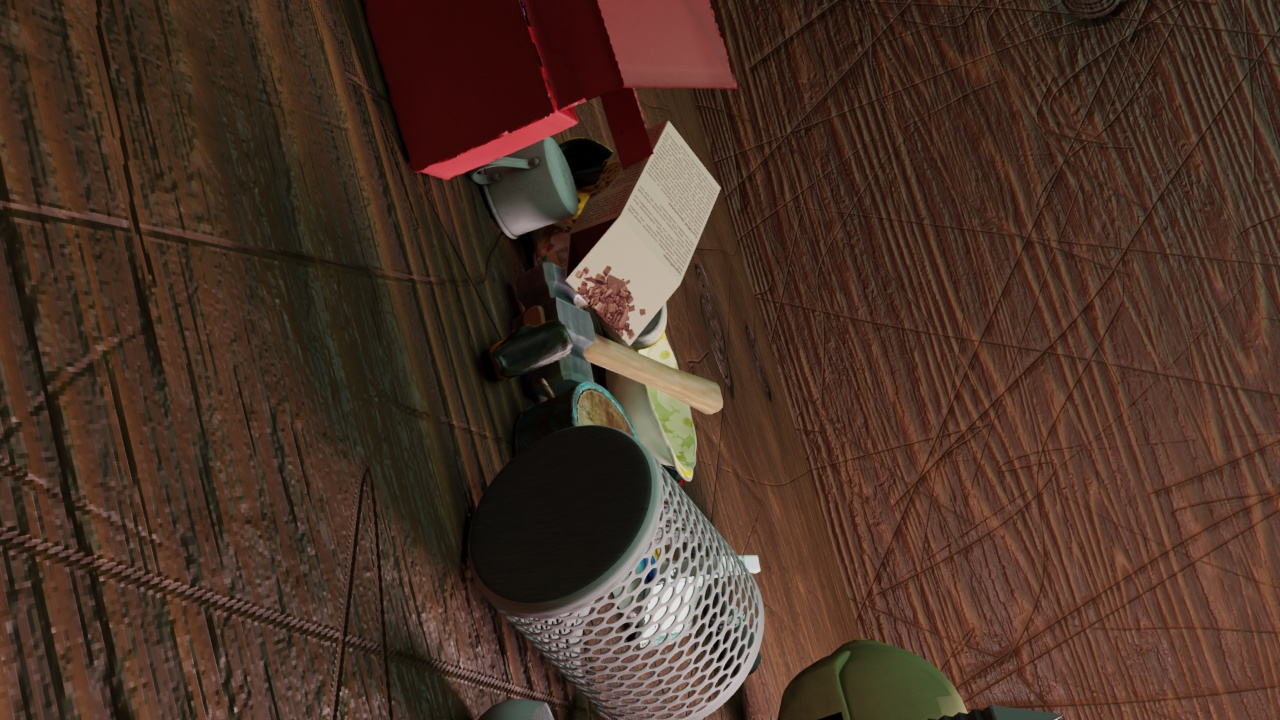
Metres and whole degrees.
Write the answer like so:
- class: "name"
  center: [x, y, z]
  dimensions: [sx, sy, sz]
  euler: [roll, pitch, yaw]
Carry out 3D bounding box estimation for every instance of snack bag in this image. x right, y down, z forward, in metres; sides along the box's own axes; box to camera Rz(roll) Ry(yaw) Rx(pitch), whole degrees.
- class: "snack bag"
  center: [-0.004, -0.123, 0.895]
  dimensions: [0.094, 0.070, 0.205]
  euler: [45, 52, -31]

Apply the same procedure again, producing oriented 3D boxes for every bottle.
- class: "bottle"
  center: [0.116, 0.342, 1.151]
  dimensions: [0.047, 0.047, 0.112]
  euler: [-66, 136, -70]
- class: "bottle"
  center: [-0.078, -0.106, 0.926]
  dimensions: [0.109, 0.063, 0.063]
  euler: [68, 12, 18]

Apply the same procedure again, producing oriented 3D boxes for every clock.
- class: "clock"
  center: [-0.043, 0.094, 0.784]
  dimensions: [0.157, 0.073, 0.121]
  euler: [45, 27, -38]

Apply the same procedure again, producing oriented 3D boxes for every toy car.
- class: "toy car"
  center: [0.027, 0.141, 1.067]
  dimensions: [0.091, 0.042, 0.036]
  euler: [-36, 146, -71]

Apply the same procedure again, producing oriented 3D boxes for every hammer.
- class: "hammer"
  center: [0.068, 0.234, 0.518]
  dimensions: [0.043, 0.323, 0.156]
  euler: [-63, 133, -70]
- class: "hammer"
  center: [-0.006, 0.005, 0.930]
  dimensions: [0.322, 0.051, 0.117]
  euler: [24, 48, -53]

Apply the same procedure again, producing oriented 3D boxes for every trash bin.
- class: "trash bin"
  center: [-0.017, 0.153, 0.654]
  dimensions: [0.156, 0.157, 0.183]
  euler: [-94, 158, -45]

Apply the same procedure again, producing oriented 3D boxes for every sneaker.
- class: "sneaker"
  center: [-0.035, -0.134, 0.984]
  dimensions: [0.122, 0.086, 0.238]
  euler: [88, -22, -69]

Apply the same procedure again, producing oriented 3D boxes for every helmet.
- class: "helmet"
  center: [0.281, 0.471, 1.149]
  dimensions: [0.233, 0.256, 0.249]
  euler: [59, 18, -53]

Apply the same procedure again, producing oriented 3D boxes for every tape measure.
- class: "tape measure"
  center: [-0.091, -0.010, 0.749]
  dimensions: [0.064, 0.065, 0.037]
  euler: [-177, -117, -81]

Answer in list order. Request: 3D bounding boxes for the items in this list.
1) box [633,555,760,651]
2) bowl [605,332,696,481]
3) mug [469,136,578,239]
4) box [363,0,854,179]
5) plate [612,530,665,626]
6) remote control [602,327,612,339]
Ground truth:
- class: "box"
  center: [0.059, 0.240, 0.938]
  dimensions: [0.122, 0.078, 0.197]
  euler: [-65, 159, -2]
- class: "bowl"
  center: [0.007, 0.043, 1.076]
  dimensions: [0.188, 0.060, 0.219]
  euler: [48, 28, -59]
- class: "mug"
  center: [-0.110, -0.169, 0.867]
  dimensions: [0.113, 0.070, 0.084]
  euler: [34, 40, -71]
- class: "box"
  center: [-0.031, -0.297, 0.713]
  dimensions: [0.124, 0.378, 0.211]
  euler: [92, -20, -86]
- class: "plate"
  center: [-0.015, 0.158, 0.934]
  dimensions: [0.186, 0.016, 0.187]
  euler: [-50, 121, -74]
- class: "remote control"
  center: [-0.059, -0.095, 1.098]
  dimensions: [0.045, 0.008, 0.147]
  euler: [-77, 146, -65]
